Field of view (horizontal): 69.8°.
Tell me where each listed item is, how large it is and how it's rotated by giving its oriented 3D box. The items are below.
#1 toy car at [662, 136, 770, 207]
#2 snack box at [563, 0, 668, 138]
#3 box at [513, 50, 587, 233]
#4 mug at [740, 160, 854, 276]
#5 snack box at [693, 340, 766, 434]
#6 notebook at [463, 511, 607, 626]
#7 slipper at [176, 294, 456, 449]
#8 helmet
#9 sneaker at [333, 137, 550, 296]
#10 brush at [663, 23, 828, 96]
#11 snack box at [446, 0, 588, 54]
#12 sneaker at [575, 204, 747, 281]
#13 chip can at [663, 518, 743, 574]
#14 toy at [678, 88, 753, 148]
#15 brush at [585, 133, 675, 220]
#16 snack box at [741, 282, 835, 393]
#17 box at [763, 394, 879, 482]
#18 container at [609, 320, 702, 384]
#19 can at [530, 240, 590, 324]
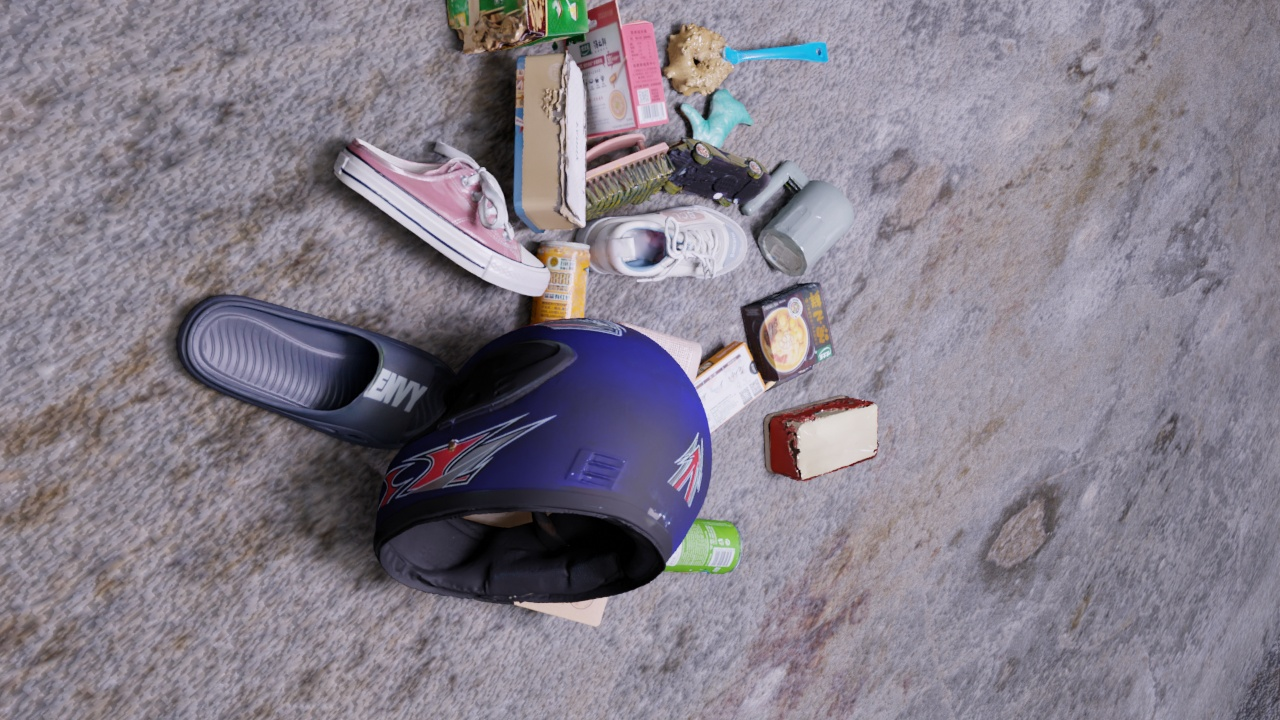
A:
[{"bbox_3d":[0.088,-0.225,1.103,0.158,0.070,0.042,9,55,-38],"label":"toy car"},{"bbox_3d":[-0.029,-0.307,0.974,0.044,0.113,0.127,-19,107,-32],"label":"snack box"},{"bbox_3d":[-0.090,-0.214,0.932,0.090,0.059,0.184,46,45,-75],"label":"box"},{"bbox_3d":[0.200,-0.185,1.191,0.124,0.084,0.103,45,68,-3],"label":"mug"},{"bbox_3d":[0.083,0.047,1.143,0.153,0.026,0.075,-36,113,-19],"label":"snack box"},{"bbox_3d":[-0.120,0.188,0.982,0.207,0.008,0.147,19,84,-12],"label":"notebook"},{"bbox_3d":[-0.282,0.018,0.848,0.268,0.083,0.110,22,84,-35],"label":"slipper"},{"bbox_3d":[-0.088,0.085,0.874,0.247,0.316,0.239,54,33,-43],"label":"helmet"},{"bbox_3d":[-0.174,-0.150,0.895,0.241,0.118,0.088,34,97,-29],"label":"sneaker"},{"bbox_3d":[0.136,-0.373,1.125,0.254,0.046,0.083,-14,99,-29],"label":"brush"},{"bbox_3d":[-0.117,-0.367,0.912,0.105,0.118,0.117,-16,106,-47],"label":"snack box"},{"bbox_3d":[0.047,-0.137,1.067,0.241,0.091,0.089,-7,101,-37],"label":"sneaker"},{"bbox_3d":[0.017,0.220,1.101,0.235,0.072,0.072,12,89,-37],"label":"chip can"},{"bbox_3d":[0.090,-0.292,1.117,0.096,0.030,0.091,40,70,-27],"label":"toy"},{"bbox_3d":[-0.037,-0.204,1.018,0.145,0.063,0.073,-27,82,-29],"label":"brush"},{"bbox_3d":[0.198,-0.029,1.223,0.113,0.053,0.126,-23,104,-32],"label":"snack box"},{"bbox_3d":[0.257,0.104,1.260,0.168,0.080,0.091,-11,103,-36],"label":"box"},{"bbox_3d":[-0.006,0.006,1.049,0.110,0.090,0.090,17,85,-34],"label":"container"},{"bbox_3d":[-0.089,-0.055,0.995,0.058,0.058,0.146,4,94,-37],"label":"can"}]
